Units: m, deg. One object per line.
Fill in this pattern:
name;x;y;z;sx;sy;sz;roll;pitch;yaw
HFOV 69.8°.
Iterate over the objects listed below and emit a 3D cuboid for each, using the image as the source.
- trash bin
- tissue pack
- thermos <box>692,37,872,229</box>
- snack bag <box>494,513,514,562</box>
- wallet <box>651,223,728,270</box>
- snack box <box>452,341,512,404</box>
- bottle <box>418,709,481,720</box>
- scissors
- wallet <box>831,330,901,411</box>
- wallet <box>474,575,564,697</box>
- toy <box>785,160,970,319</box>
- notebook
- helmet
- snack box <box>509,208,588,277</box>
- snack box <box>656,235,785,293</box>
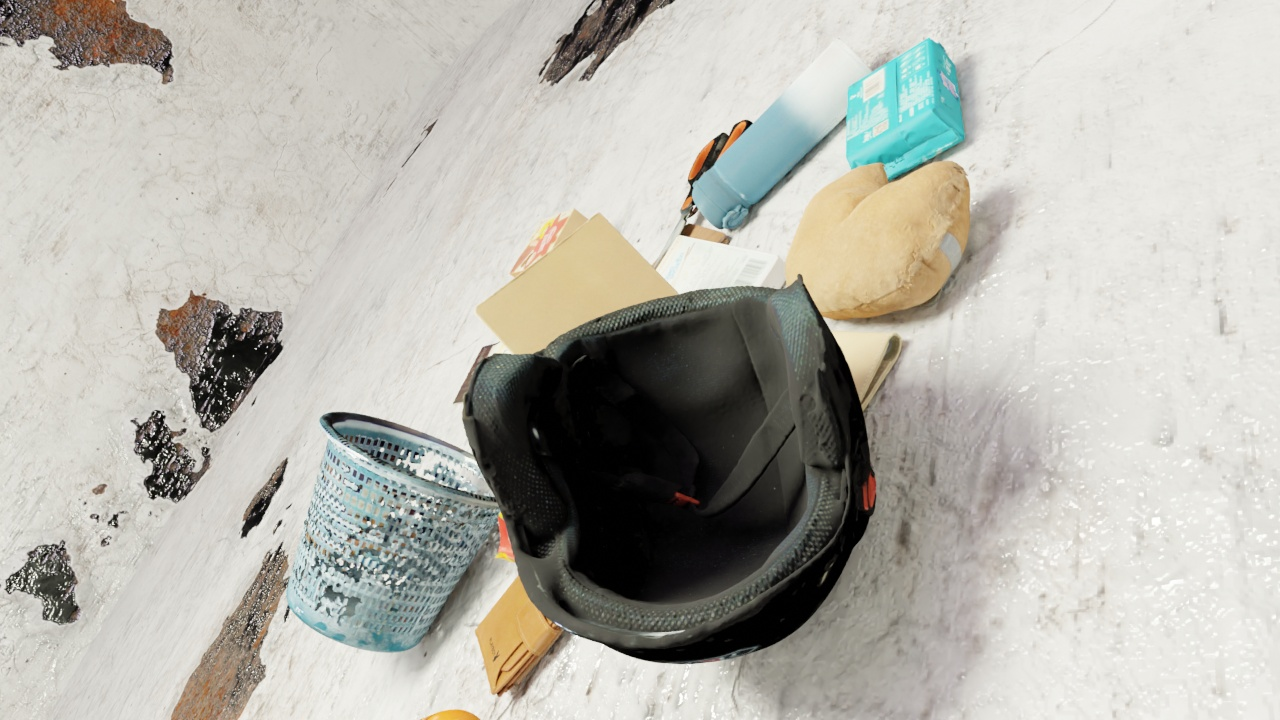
trash bin;-0.264;0.186;0.967;0.195;0.226;0.227;-66;27;2
tissue pack;0.232;-0.216;0.811;0.093;0.050;0.133;-27;37;38
thermos;0.145;-0.228;0.950;0.221;0.070;0.070;-45;28;18
snack bag;-0.028;0.133;0.774;0.208;0.073;0.128;-3;42;38
wallet;0.039;-0.100;1.012;0.115;0.020;0.101;-50;26;-1
snack box;-0.163;0.007;1.151;0.126;0.053;0.113;-33;26;39
bottle;-0.184;0.340;0.801;0.150;0.066;0.066;-29;35;51
scissors;0.060;-0.184;1.069;0.234;0.021;0.161;-53;20;-1
wallet;0.140;0.013;0.715;0.115;0.024;0.087;8;65;58
wallet;-0.096;0.225;0.827;0.132;0.031;0.108;-51;25;4
toy;0.169;-0.097;0.748;0.143;0.082;0.226;-52;23;-6
notebook;-0.018;-0.013;0.778;0.147;0.207;0.008;-41;-8;-19
helmet;0.032;0.076;0.590;0.234;0.230;0.274;-14;47;16
snack box;-0.103;-0.135;1.209;0.095;0.077;0.092;-4;54;55
snack box;0.068;-0.073;0.900;0.157;0.027;0.084;22;77;53
